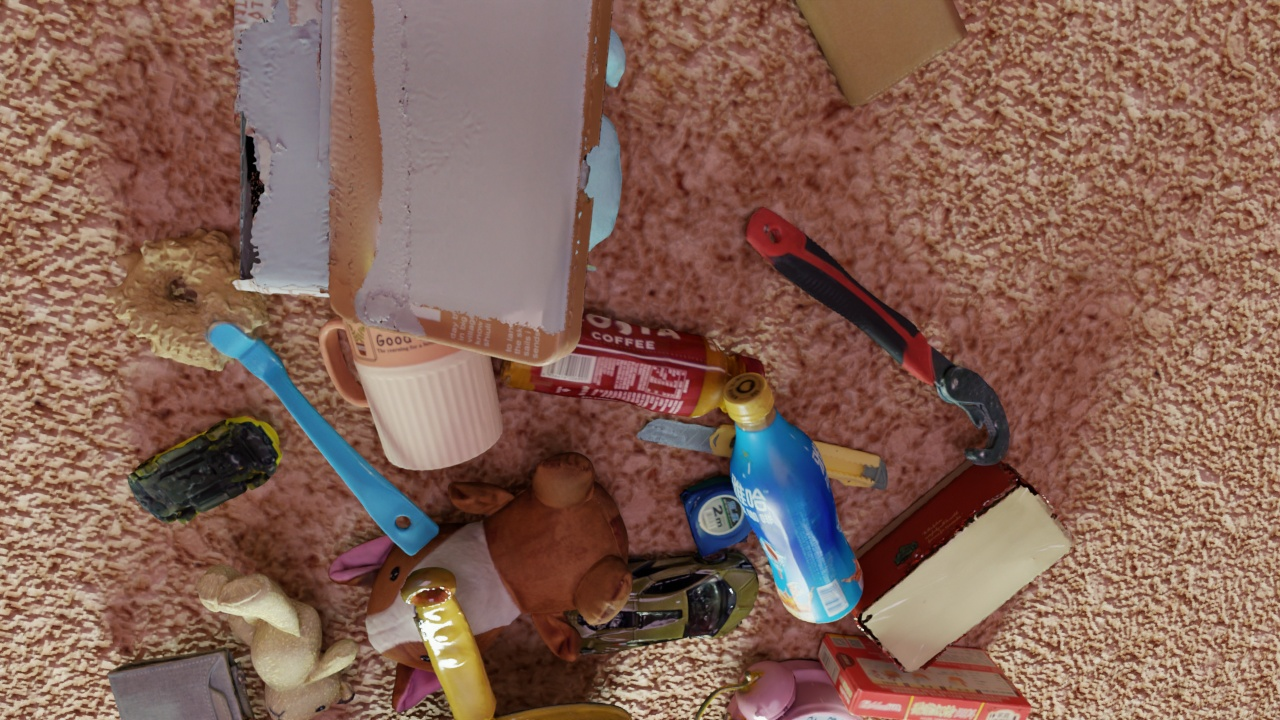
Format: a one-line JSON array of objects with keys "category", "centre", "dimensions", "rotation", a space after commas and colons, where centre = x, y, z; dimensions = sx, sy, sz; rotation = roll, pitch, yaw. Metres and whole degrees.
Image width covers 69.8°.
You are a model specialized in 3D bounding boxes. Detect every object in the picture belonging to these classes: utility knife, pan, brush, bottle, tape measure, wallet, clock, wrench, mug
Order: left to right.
[{"category": "wallet", "centre": [-0.309, 0.269, 0.634], "dimensions": [0.107, 0.037, 0.129], "rotation": [-14, 94, 18]}, {"category": "brush", "centre": [-0.219, 0.021, 0.561], "dimensions": [0.083, 0.046, 0.254], "rotation": [-43, 93, -2]}, {"category": "mug", "centre": [-0.149, 0.004, 0.583], "dimensions": [0.115, 0.081, 0.106], "rotation": [0, 116, 20]}, {"category": "pan", "centre": [-0.103, 0.244, 0.608], "dimensions": [0.197, 0.078, 0.358], "rotation": [-14, 145, -9]}, {"category": "bottle", "centre": [-0.004, 0.004, 0.616], "dimensions": [0.175, 0.057, 0.057], "rotation": [11, 107, -14]}, {"category": "tape measure", "centre": [0.059, 0.113, 0.684], "dimensions": [0.054, 0.025, 0.058], "rotation": [-19, 115, -5]}, {"category": "utility knife", "centre": [0.096, 0.068, 0.683], "dimensions": [0.204, 0.021, 0.031], "rotation": [13, 100, -10]}, {"category": "clock", "centre": [0.115, 0.302, 0.742], "dimensions": [0.158, 0.059, 0.117], "rotation": [24, 103, -15]}, {"category": "bottle", "centre": [0.102, 0.098, 0.641], "dimensions": [0.065, 0.065, 0.219], "rotation": [-26, 125, -1]}, {"category": "wallet", "centre": [0.145, -0.232, 0.575], "dimensions": [0.090, 0.033, 0.115], "rotation": [-34, 112, 5]}, {"category": "wrench", "centre": [0.177, -0.017, 0.657], "dimensions": [0.273, 0.016, 0.056], "rotation": [39, 68, -18]}]

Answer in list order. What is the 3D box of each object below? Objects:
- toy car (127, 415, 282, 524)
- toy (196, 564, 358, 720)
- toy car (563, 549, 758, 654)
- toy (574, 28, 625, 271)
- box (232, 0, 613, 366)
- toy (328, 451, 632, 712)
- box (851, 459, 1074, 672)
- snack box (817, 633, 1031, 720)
[{"category": "toy car", "centre": [-0.285, 0.070, 0.603], "dimensions": [0.105, 0.032, 0.048], "rotation": [-26, 112, 12]}, {"category": "toy", "centre": [-0.246, 0.192, 0.621], "dimensions": [0.105, 0.066, 0.157], "rotation": [4, 134, 16]}, {"category": "toy car", "centre": [0.016, 0.182, 0.693], "dimensions": [0.158, 0.042, 0.070], "rotation": [-6, 111, -11]}, {"category": "toy", "centre": [-0.061, -0.126, 0.564], "dimensions": [0.161, 0.049, 0.156], "rotation": [-38, 105, 6]}, {"category": "box", "centre": [-0.130, -0.113, 0.461], "dimensions": [0.134, 0.271, 0.179], "rotation": [-7, 112, -40]}, {"category": "toy", "centre": [-0.104, 0.150, 0.619], "dimensions": [0.200, 0.130, 0.140], "rotation": [-22, 83, 8]}, {"category": "box", "centre": [0.242, 0.160, 0.706], "dimensions": [0.168, 0.076, 0.091], "rotation": [-41, 110, 6]}, {"category": "snack box", "centre": [0.226, 0.258, 0.738], "dimensions": [0.152, 0.075, 0.025], "rotation": [10, 106, -14]}]
